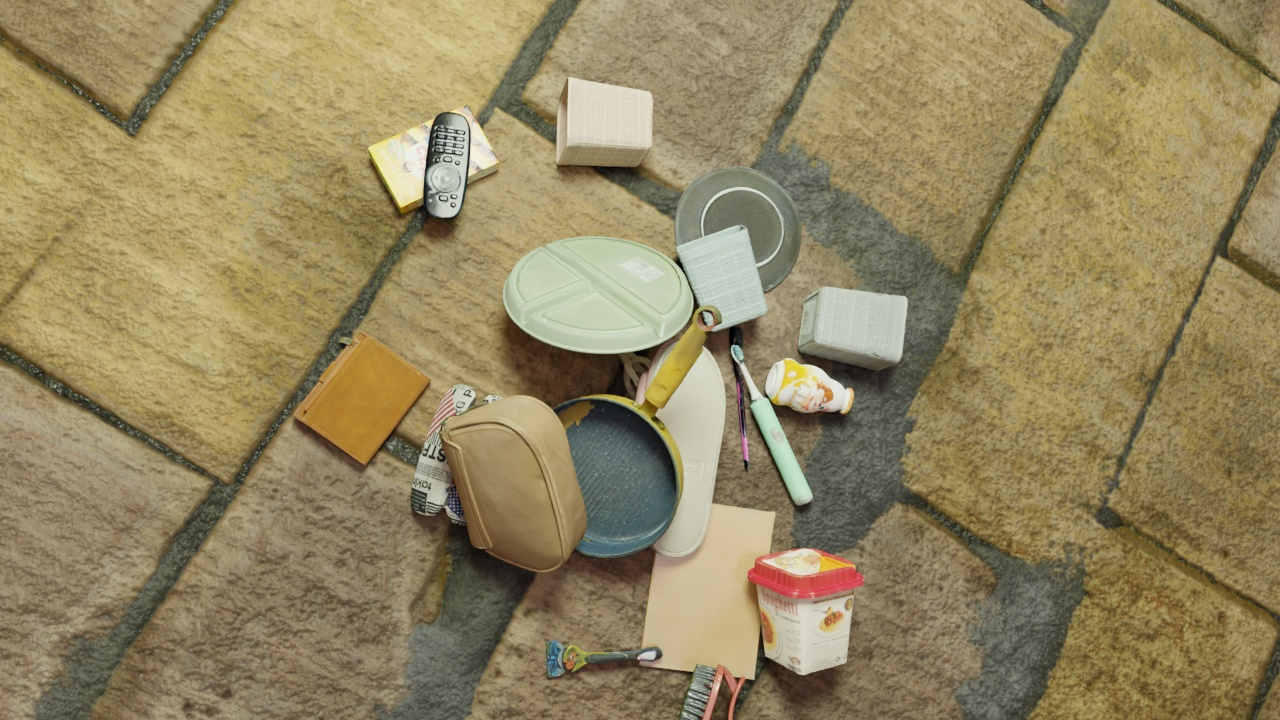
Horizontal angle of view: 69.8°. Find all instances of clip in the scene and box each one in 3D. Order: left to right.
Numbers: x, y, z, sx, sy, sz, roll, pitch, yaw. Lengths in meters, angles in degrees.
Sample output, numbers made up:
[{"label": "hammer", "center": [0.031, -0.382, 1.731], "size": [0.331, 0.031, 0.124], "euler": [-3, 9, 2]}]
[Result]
[{"label": "clip", "center": [-0.006, 0.007, 1.154], "size": [0.035, 0.098, 0.099], "euler": [-24, 98, -13]}]

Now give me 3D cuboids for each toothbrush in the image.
[{"label": "toothbrush", "center": [0.133, 0.048, 1.199], "size": [0.017, 0.014, 0.189], "euler": [-2, 84, -23]}, {"label": "toothbrush", "center": [0.167, 0.082, 1.187], "size": [0.026, 0.027, 0.224], "euler": [-25, 91, -15]}]

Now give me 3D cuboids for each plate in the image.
[{"label": "plate", "center": [-0.050, -0.086, 1.099], "size": [0.230, 0.028, 0.229], "euler": [3, 39, -3]}, {"label": "plate", "center": [0.134, -0.175, 1.223], "size": [0.179, 0.024, 0.179], "euler": [1, 83, -11]}]

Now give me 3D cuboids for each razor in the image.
[{"label": "razor", "center": [-0.043, 0.361, 1.115], "size": [0.142, 0.022, 0.042], "euler": [-1, 84, -7]}]

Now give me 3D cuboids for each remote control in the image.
[{"label": "remote control", "center": [-0.238, -0.238, 1.128], "size": [0.053, 0.024, 0.136], "euler": [6, 82, -11]}]

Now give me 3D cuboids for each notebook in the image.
[{"label": "notebook", "center": [0.085, 0.286, 1.159], "size": [0.149, 0.012, 0.211], "euler": [10, 81, -8]}]

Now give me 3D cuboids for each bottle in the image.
[{"label": "bottle", "center": [0.220, 0.038, 1.190], "size": [0.108, 0.063, 0.063], "euler": [17, 80, -8]}]

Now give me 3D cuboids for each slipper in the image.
[{"label": "slipper", "center": [0.044, 0.107, 1.132], "size": [0.114, 0.054, 0.274], "euler": [-3, 99, -24]}]

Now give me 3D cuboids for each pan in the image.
[{"label": "pan", "center": [-0.007, 0.078, 1.046], "size": [0.198, 0.078, 0.358], "euler": [37, 110, 7]}]

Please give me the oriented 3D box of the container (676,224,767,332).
[{"label": "container", "center": [0.106, -0.103, 1.161], "size": [0.090, 0.090, 0.111], "euler": [-19, 101, 5]}]

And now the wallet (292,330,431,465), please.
[{"label": "wallet", "center": [-0.338, 0.039, 1.100], "size": [0.119, 0.035, 0.130], "euler": [36, 76, -4]}]

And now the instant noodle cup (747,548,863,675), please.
[{"label": "instant noodle cup", "center": [0.202, 0.306, 1.125], "size": [0.116, 0.116, 0.124], "euler": [-4, 96, -30]}]

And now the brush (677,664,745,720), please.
[{"label": "brush", "center": [0.079, 0.441, 1.108], "size": [0.069, 0.063, 0.145], "euler": [18, 80, 7]}]

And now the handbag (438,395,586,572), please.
[{"label": "handbag", "center": [-0.140, 0.136, 1.039], "size": [0.148, 0.099, 0.205], "euler": [1, 116, 24]}]

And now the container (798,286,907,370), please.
[{"label": "container", "center": [0.274, -0.044, 1.199], "size": [0.114, 0.090, 0.090], "euler": [10, 80, -7]}]

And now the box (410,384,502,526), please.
[{"label": "box", "center": [-0.214, 0.116, 1.114], "size": [0.085, 0.075, 0.162], "euler": [28, 73, -40]}]

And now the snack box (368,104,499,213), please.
[{"label": "snack box", "center": [-0.259, -0.254, 1.156], "size": [0.140, 0.034, 0.087], "euler": [-28, 88, -11]}]

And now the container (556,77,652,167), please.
[{"label": "container", "center": [-0.046, -0.299, 1.174], "size": [0.111, 0.090, 0.090], "euler": [3, 82, -13]}]
